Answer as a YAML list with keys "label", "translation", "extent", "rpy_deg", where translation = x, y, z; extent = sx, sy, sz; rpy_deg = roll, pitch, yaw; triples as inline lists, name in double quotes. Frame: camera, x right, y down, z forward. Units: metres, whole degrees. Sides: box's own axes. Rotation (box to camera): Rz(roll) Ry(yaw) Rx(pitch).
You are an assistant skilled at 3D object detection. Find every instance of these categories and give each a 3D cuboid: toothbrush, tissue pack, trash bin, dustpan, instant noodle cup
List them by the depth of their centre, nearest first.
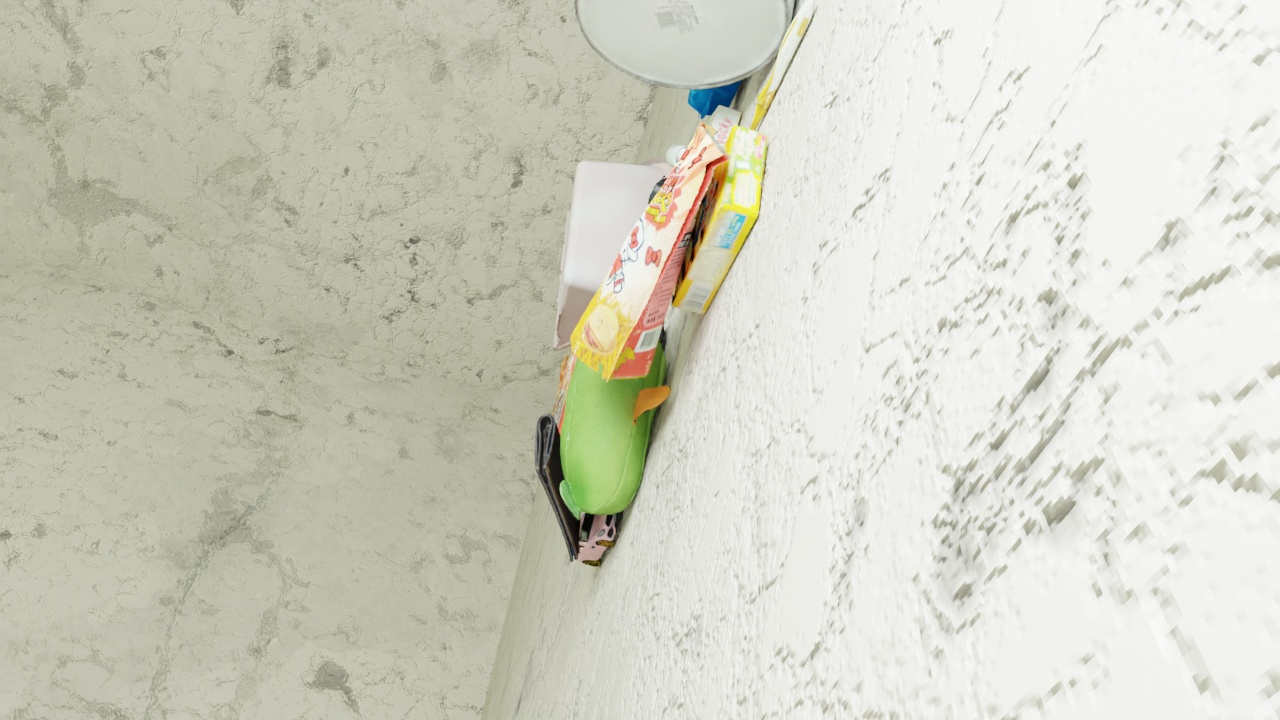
- label: "toothbrush"
  translation: [0.100, -0.220, 0.753]
  extent: [0.192, 0.018, 0.016]
  rpy_deg: [116, 167, -57]
- label: "trash bin"
  translation: [0.050, -0.398, 0.806]
  extent: [0.230, 0.229, 0.251]
  rpy_deg: [120, 158, -67]
- label: "toothbrush"
  translation: [0.044, -0.201, 0.912]
  extent: [0.026, 0.027, 0.221]
  rpy_deg: [-39, 12, 8]
- label: "tissue pack"
  translation: [0.089, -0.333, 0.977]
  extent: [0.095, 0.052, 0.156]
  rpy_deg: [115, 171, -47]
- label: "instant noodle cup"
  translation: [-0.076, 0.068, 1.166]
  extent: [0.189, 0.079, 0.164]
  rpy_deg: [157, 126, -83]
- label: "dustpan"
  translation: [-0.029, -0.138, 1.180]
  extent: [0.274, 0.139, 0.222]
  rpy_deg: [120, 156, -74]

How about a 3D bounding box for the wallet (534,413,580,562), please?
- label: "wallet"
  translation: [-0.081, 0.127, 0.926]
  extent: [0.096, 0.020, 0.122]
  rpy_deg: [-92, -11, -60]

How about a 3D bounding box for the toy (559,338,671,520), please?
- label: "toy"
  translation: [-0.026, 0.039, 0.902]
  extent: [0.227, 0.090, 0.246]
  rpy_deg: [154, 129, -67]

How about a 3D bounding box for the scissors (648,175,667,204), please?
- label: "scissors"
  translation: [0.028, -0.126, 0.866]
  extent: [0.174, 0.014, 0.160]
  rpy_deg: [-55, -16, -27]

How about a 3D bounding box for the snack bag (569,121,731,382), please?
- label: "snack bag"
  translation: [0.014, -0.088, 0.745]
  extent: [0.128, 0.073, 0.208]
  rpy_deg: [-89, 23, -68]

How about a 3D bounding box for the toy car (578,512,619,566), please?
- label: "toy car"
  translation: [-0.047, 0.178, 0.967]
  extent: [0.123, 0.037, 0.056]
  rpy_deg: [118, 165, -58]

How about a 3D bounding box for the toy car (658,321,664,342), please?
- label: "toy car"
  translation: [-0.006, 0.006, 1.028]
  extent: [0.156, 0.041, 0.071]
  rpy_deg: [117, 167, -54]

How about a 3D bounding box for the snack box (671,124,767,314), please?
- label: "snack box"
  translation: [0.063, -0.110, 0.746]
  extent: [0.141, 0.033, 0.086]
  rpy_deg: [119, 166, -57]

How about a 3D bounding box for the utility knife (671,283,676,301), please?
- label: "utility knife"
  translation: [0.042, -0.118, 0.948]
  extent: [0.165, 0.018, 0.030]
  rpy_deg: [88, -161, -47]

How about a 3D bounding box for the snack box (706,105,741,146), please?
- label: "snack box"
  translation: [0.069, -0.209, 0.975]
  extent: [0.157, 0.027, 0.084]
  rpy_deg: [-164, 90, -84]
